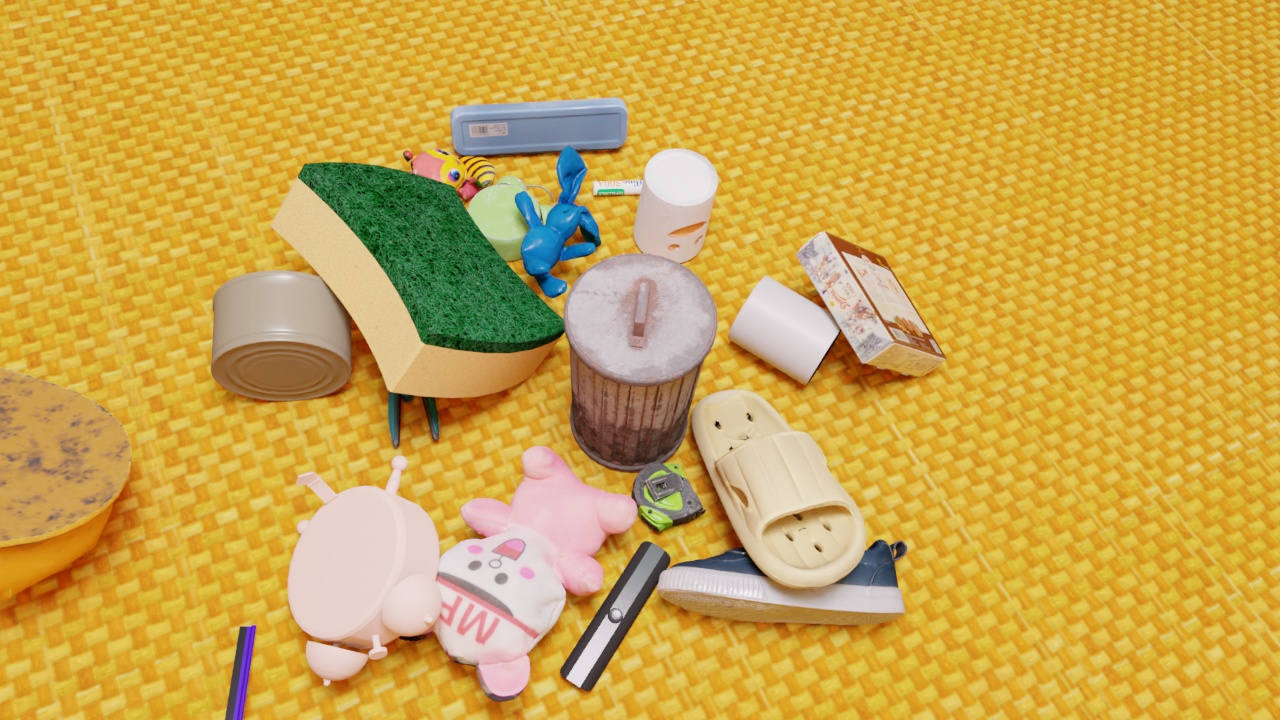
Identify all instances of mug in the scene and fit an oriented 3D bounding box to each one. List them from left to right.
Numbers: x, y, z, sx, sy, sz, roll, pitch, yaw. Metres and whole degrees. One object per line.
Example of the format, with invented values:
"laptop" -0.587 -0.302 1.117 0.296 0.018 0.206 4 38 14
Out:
"mug" 0.038 -0.169 1.018 0.082 0.105 0.082 3 61 -5
"mug" 0.161 -0.038 0.982 0.097 0.079 0.111 32 34 11

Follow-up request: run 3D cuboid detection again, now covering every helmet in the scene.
"helmet" -0.556 0.117 0.768 0.255 0.132 0.204 26 30 14

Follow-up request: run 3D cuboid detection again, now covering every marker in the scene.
"marker" 0.017 -0.206 1.087 0.145 0.017 0.017 -3 61 -8

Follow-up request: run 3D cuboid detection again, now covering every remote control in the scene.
"remote control" -0.021 0.231 0.836 0.033 0.015 0.146 30 62 10

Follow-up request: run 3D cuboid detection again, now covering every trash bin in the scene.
"trash bin" -0.005 0.005 0.849 0.131 0.211 0.130 2 60 -3

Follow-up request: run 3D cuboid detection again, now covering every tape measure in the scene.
"tape measure" 0.022 0.130 0.886 0.058 0.036 0.065 -24 67 -18

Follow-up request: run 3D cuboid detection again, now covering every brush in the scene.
"brush" -0.209 -0.081 0.893 0.250 0.075 0.194 49 26 19

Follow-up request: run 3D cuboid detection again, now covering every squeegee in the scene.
"squeegee" -0.239 0.321 0.736 0.184 0.055 0.249 -4 44 -9

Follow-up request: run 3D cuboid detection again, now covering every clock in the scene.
"clock" -0.241 0.174 0.775 0.131 0.086 0.160 -33 59 14
"clock" -0.146 -0.157 1.025 0.094 0.043 0.119 41 63 14

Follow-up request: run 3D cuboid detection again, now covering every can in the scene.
"can" -0.340 -0.021 0.876 0.127 0.128 0.073 -5 63 -10

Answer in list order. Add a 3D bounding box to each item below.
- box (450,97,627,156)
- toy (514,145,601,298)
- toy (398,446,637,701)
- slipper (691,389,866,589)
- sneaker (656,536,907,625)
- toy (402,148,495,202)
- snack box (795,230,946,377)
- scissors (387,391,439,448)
"box" -0.121 -0.289 1.095 0.210 0.073 0.078 -5 48 -8
"toy" -0.084 -0.131 0.974 0.071 0.113 0.175 -13 43 33
"toy" -0.106 0.184 0.814 0.142 0.084 0.212 30 60 13
"slipper" 0.122 0.092 0.844 0.111 0.079 0.261 -10 35 -14
"sneaker" 0.132 0.190 0.838 0.235 0.089 0.087 6 63 -10
"toy" -0.218 -0.214 1.047 0.103 0.046 0.084 -2 38 -19
"snack box" 0.246 -0.058 0.971 0.143 0.041 0.147 9 49 -50
"scissors" -0.237 0.023 0.926 0.131 0.019 0.149 32 63 10
